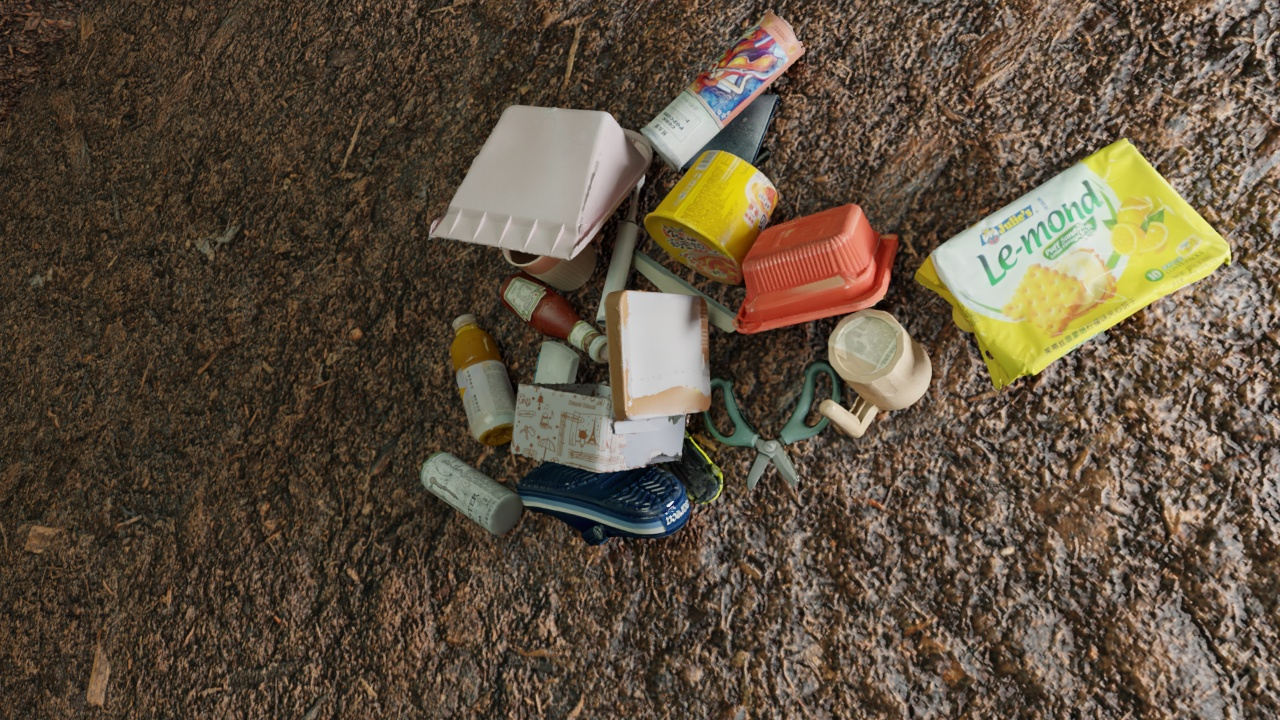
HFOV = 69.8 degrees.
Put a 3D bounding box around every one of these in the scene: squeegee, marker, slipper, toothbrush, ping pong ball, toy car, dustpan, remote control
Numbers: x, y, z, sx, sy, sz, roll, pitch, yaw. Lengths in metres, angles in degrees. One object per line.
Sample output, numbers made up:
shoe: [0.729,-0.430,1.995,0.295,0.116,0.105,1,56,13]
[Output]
squeegee: [-0.007,0.007,1.139,0.246,0.039,0.246,-57,41,6]
marker: [0.115,-0.224,1.156,0.124,0.015,0.018,-41,59,10]
slipper: [-0.037,0.167,1.077,0.253,0.104,0.095,4,117,45]
toothbrush: [-0.021,-0.148,1.186,0.026,0.026,0.220,-24,50,63]
ping pong ball: [0.343,-0.049,0.946,0.040,0.040,0.040,-10,69,28]
toy car: [0.057,0.122,1.066,0.048,0.032,0.105,-47,57,10]
dustpan: [-0.104,-0.224,1.192,0.223,0.139,0.273,16,75,28]
remote control: [-0.113,0.044,1.170,0.056,0.019,0.135,27,113,35]

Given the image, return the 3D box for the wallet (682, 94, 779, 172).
wallet: [0.114,-0.289,1.169,0.097,0.019,0.120,13,75,33]

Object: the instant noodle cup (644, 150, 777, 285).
instant noodle cup: [0.090,-0.173,1.088,0.138,0.138,0.109,26,77,34]

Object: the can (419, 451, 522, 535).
can: [-0.223,0.172,1.202,0.147,0.058,0.058,24,87,34]

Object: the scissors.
scissors: [0.154,0.055,1.040,0.179,0.019,0.170,-42,56,11]

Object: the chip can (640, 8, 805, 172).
chip can: [0.102,-0.334,1.141,0.215,0.071,0.071,-42,58,6]

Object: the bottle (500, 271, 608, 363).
bottle: [-0.107,-0.054,1.195,0.206,0.059,0.060,34,93,40]

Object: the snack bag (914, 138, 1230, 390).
snack bag: [0.413,-0.091,0.883,0.247,0.068,0.158,-31,62,7]

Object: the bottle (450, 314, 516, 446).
bottle: [-0.214,0.022,1.239,0.068,0.068,0.189,-32,60,18]

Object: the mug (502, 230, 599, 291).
mug: [-0.106,-0.153,1.209,0.115,0.106,0.081,-34,60,17]

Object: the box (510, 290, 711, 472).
box: [-0.027,0.014,0.998,0.157,0.182,0.193,6,92,31]

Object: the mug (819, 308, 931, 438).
mug: [0.236,0.016,0.951,0.084,0.103,0.124,35,93,34]

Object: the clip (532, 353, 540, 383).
clip: [-0.130,0.013,1.222,0.015,0.049,0.056,-13,58,29]

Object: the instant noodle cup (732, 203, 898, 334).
instant noodle cup: [0.182,-0.102,0.980,0.165,0.188,0.079,-14,112,26]
